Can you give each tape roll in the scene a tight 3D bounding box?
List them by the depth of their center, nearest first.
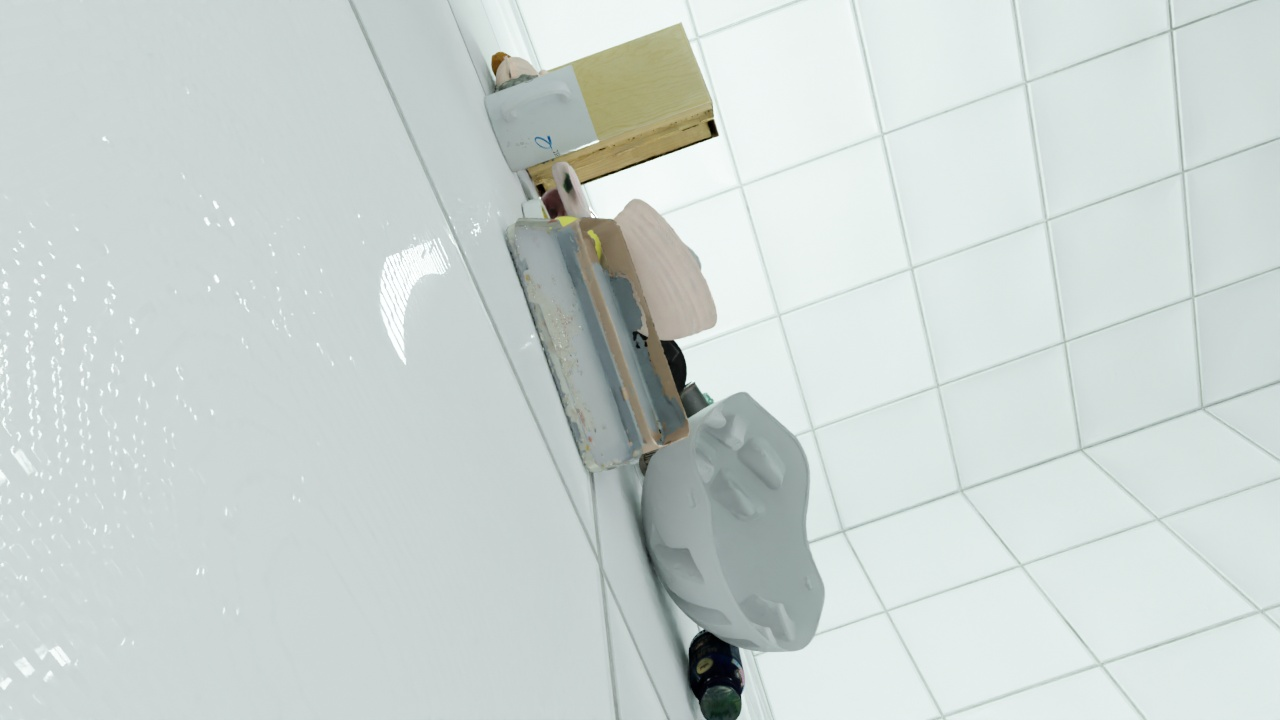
[{"bbox_3d":[-0.099,-0.124,0.965,0.094,0.019,0.094,-17,88,-88],"label":"tape roll"}]

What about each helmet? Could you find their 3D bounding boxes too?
[{"bbox_3d":[0.105,0.184,0.990,0.224,0.184,0.282,31,26,-37],"label":"helmet"}]

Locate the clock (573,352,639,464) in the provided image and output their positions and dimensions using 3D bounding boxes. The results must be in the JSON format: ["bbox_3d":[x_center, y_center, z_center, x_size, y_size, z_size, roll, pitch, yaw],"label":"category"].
[{"bbox_3d":[-0.030,0.029,0.898,0.120,0.061,0.159,66,9,-53],"label":"clock"}]

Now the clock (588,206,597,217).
[{"bbox_3d":[-0.067,-0.161,1.430,0.157,0.062,0.109,55,8,-20],"label":"clock"}]

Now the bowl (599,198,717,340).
[{"bbox_3d":[0.004,-0.078,0.920,0.153,0.076,0.153,55,-9,12],"label":"bowl"}]

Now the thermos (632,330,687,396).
[{"bbox_3d":[-0.007,0.007,1.141,0.218,0.106,0.106,-137,-153,-84],"label":"thermos"}]

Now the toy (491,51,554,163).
[{"bbox_3d":[-0.134,-0.312,1.093,0.133,0.076,0.175,68,-5,-54],"label":"toy"}]

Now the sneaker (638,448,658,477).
[{"bbox_3d":[0.042,0.123,1.306,0.245,0.091,0.097,57,19,-58],"label":"sneaker"}]

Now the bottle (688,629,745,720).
[{"bbox_3d":[0.078,0.321,0.935,0.160,0.056,0.056,-48,119,-87],"label":"bottle"}]

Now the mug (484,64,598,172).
[{"bbox_3d":[-0.105,-0.256,0.950,0.119,0.096,0.083,49,21,-84],"label":"mug"}]

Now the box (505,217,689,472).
[{"bbox_3d":[-0.035,-0.019,0.786,0.150,0.043,0.216,-12,82,-64],"label":"box"}]

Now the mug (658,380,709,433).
[{"bbox_3d":[0.050,0.084,1.130,0.081,0.085,0.110,56,24,0],"label":"mug"}]

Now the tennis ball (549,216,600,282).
[{"bbox_3d":[-0.071,-0.106,0.882,0.065,0.065,0.065,-17,88,-88],"label":"tennis ball"}]

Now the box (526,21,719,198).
[{"bbox_3d":[-0.033,-0.304,1.200,0.185,0.248,0.141,67,5,-53],"label":"box"}]

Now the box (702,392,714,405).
[{"bbox_3d":[0.127,0.138,1.253,0.077,0.080,0.188,54,30,-65],"label":"box"}]

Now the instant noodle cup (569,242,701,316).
[{"bbox_3d":[-0.016,-0.089,1.049,0.121,0.137,0.122,-39,123,-54],"label":"instant noodle cup"}]

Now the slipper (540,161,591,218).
[{"bbox_3d":[-0.090,-0.169,1.115,0.222,0.055,0.106,98,-28,-75],"label":"slipper"}]
